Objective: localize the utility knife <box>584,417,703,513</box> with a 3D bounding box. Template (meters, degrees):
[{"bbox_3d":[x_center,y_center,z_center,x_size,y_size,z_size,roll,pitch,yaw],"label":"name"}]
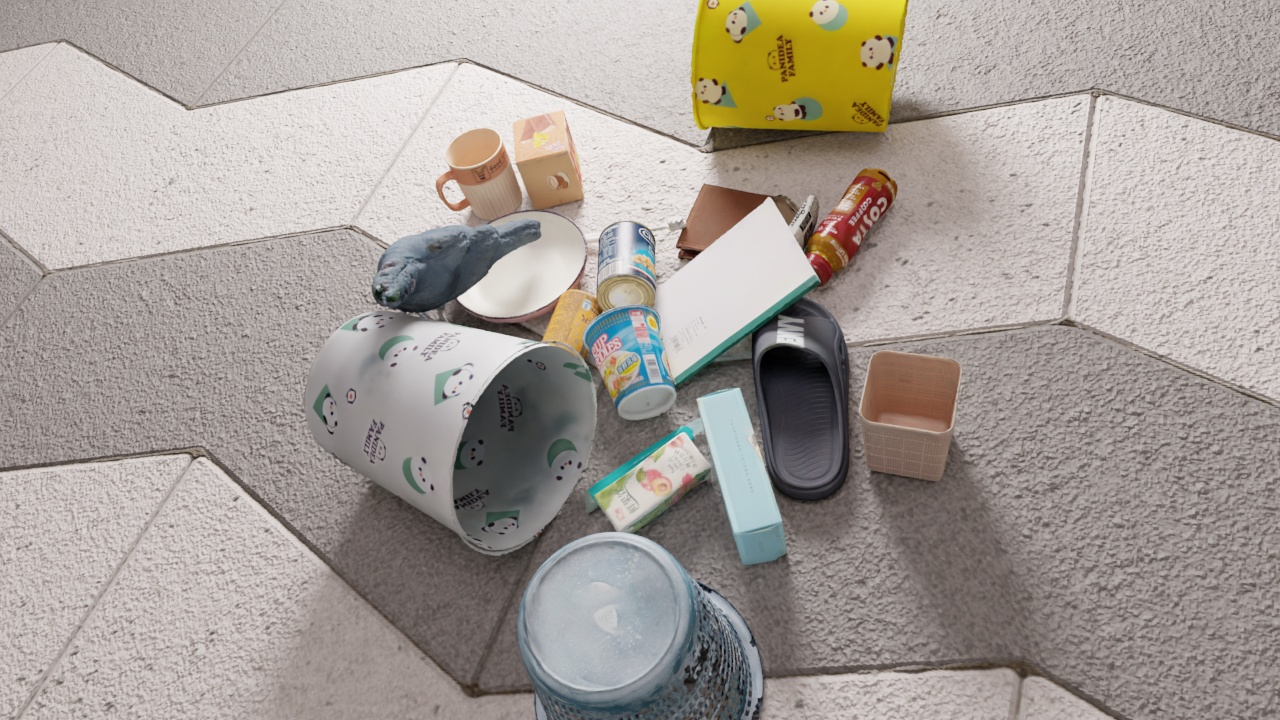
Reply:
[{"bbox_3d":[0.007,0.115,1.033,0.174,0.013,0.029,-33,57,-10],"label":"utility knife"}]

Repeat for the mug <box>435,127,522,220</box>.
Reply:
[{"bbox_3d":[-0.234,-0.256,1.310,0.114,0.106,0.081,-35,54,-12],"label":"mug"}]

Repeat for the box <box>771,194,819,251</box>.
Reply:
[{"bbox_3d":[0.175,-0.139,1.133,0.086,0.076,0.162,-9,41,56],"label":"box"}]

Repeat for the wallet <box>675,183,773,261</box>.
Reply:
[{"bbox_3d":[0.113,-0.179,1.212,0.101,0.032,0.124,12,60,19],"label":"wallet"}]

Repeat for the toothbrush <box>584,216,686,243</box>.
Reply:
[{"bbox_3d":[-0.024,-0.173,1.231,0.180,0.016,0.016,-6,54,25],"label":"toothbrush"}]

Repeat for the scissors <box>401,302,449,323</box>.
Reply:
[{"bbox_3d":[-0.260,-0.043,1.205,0.163,0.014,0.165,-10,80,32],"label":"scissors"}]

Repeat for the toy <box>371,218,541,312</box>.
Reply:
[{"bbox_3d":[-0.239,-0.113,1.094,0.138,0.091,0.355,-17,12,23],"label":"toy"}]

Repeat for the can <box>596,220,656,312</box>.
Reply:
[{"bbox_3d":[-0.018,-0.114,1.159,0.075,0.075,0.111,-8,45,9],"label":"can"}]

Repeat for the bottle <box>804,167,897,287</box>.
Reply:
[{"bbox_3d":[0.256,-0.165,1.145,0.057,0.057,0.174,25,64,29],"label":"bottle"}]

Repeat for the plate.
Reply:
[{"bbox_3d":[-0.160,-0.121,1.234,0.192,0.039,0.192,-7,53,10],"label":"plate"}]

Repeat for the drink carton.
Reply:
[{"bbox_3d":[0.014,0.137,0.994,0.122,0.045,0.053,-35,65,-10],"label":"drink carton"}]

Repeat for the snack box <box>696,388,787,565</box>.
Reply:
[{"bbox_3d":[0.106,0.120,0.965,0.051,0.074,0.174,-16,52,3],"label":"snack box"}]

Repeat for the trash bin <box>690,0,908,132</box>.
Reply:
[{"bbox_3d":[0.219,-0.417,1.246,0.255,0.230,0.229,10,57,14],"label":"trash bin"}]

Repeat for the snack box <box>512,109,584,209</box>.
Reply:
[{"bbox_3d":[-0.131,-0.286,1.313,0.077,0.093,0.094,-13,52,5],"label":"snack box"}]

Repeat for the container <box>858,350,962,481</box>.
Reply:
[{"bbox_3d":[0.275,0.061,0.940,0.090,0.111,0.090,8,57,20],"label":"container"}]

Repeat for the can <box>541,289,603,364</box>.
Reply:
[{"bbox_3d":[-0.093,-0.016,1.127,0.058,0.058,0.145,7,57,19],"label":"can"}]

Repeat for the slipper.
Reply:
[{"bbox_3d":[0.179,0.021,1.015,0.111,0.083,0.267,-5,55,9],"label":"slipper"}]

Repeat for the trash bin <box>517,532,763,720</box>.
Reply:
[{"bbox_3d":[-0.013,0.259,0.818,0.227,0.195,0.226,-7,53,10],"label":"trash bin"}]

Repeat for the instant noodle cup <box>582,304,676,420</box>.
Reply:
[{"bbox_3d":[-0.006,0.006,1.072,0.099,0.099,0.109,-20,59,0],"label":"instant noodle cup"}]

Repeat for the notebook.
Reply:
[{"bbox_3d":[0.100,-0.082,1.094,0.209,0.012,0.150,-37,48,20],"label":"notebook"}]

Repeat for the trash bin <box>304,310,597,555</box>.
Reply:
[{"bbox_3d":[-0.216,0.060,1.009,0.252,0.230,0.229,17,60,31],"label":"trash bin"}]
